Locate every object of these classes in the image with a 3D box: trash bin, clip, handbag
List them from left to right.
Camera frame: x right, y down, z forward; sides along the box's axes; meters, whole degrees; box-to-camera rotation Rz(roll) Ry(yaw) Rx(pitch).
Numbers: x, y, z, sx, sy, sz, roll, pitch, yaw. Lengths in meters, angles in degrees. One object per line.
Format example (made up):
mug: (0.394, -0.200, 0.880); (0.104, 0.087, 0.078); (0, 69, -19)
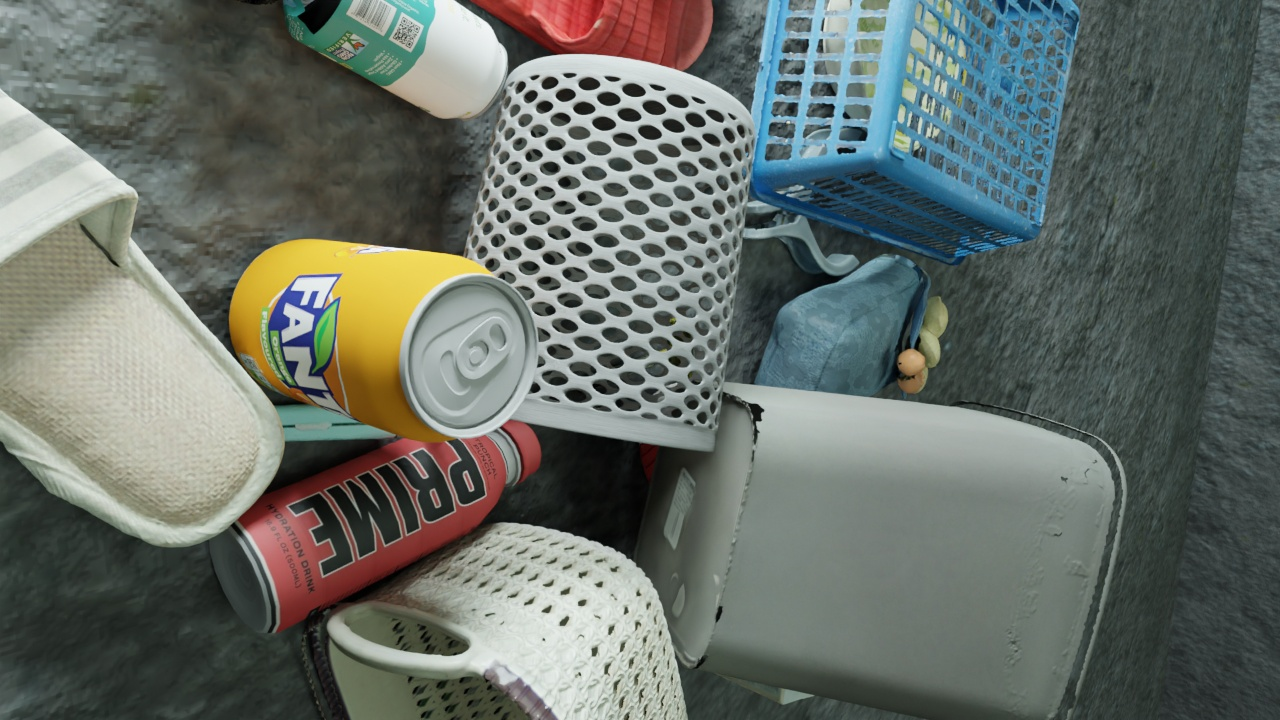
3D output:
trash bin: (-0.021, -0.054, 0.507); (0.156, 0.157, 0.183); (13, 86, -49)
clip: (0.148, -0.104, 0.777); (0.172, 0.031, 0.164); (-43, 126, -33)
trash bin: (0.129, 0.110, 0.573); (0.220, 0.197, 0.197); (11, 94, -17)
handbag: (0.188, -0.012, 0.767); (0.191, 0.119, 0.122); (-23, 136, -47)

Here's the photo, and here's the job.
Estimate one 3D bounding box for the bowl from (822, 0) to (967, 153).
bowl: (0.209, -0.274, 0.782); (0.219, 0.060, 0.188); (22, 82, -49)

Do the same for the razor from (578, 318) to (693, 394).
razor: (-0.004, 0.004, 0.637); (0.105, 0.026, 0.042); (-20, 116, -40)

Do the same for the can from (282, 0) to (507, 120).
can: (-0.117, -0.160, 0.447); (0.101, 0.055, 0.055); (20, 83, -48)

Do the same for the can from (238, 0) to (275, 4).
can: (-0.154, -0.223, 0.391); (0.054, 0.054, 0.137); (25, 80, -48)

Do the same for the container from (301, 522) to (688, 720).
container: (-0.065, 0.210, 0.502); (0.142, 0.185, 0.252); (-39, 126, -47)

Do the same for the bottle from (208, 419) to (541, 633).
bottle: (-0.127, 0.075, 0.484); (0.176, 0.062, 0.062); (-23, 115, -43)

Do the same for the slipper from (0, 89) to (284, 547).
slipper: (-0.237, -0.028, 0.335); (0.273, 0.054, 0.114); (53, 57, -34)

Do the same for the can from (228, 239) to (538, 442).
can: (-0.118, -0.012, 0.413); (0.078, 0.143, 0.079); (-13, 108, -46)

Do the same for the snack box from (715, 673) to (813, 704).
snack box: (0.061, 0.200, 0.655); (0.081, 0.150, 0.026); (12, 90, -50)

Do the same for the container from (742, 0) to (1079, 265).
container: (0.234, -0.219, 0.709); (0.361, 0.089, 0.257); (5, 95, -48)

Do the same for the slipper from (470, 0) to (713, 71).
slipper: (-0.032, -0.227, 0.525); (0.248, 0.059, 0.103); (6, 94, -47)

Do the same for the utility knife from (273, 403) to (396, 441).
utility knife: (-0.185, 0.031, 0.448); (0.147, 0.015, 0.022); (1, 105, -45)

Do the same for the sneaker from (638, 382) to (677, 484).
sneaker: (0.082, 0.095, 0.715); (0.090, 0.104, 0.236); (-42, 110, 13)
